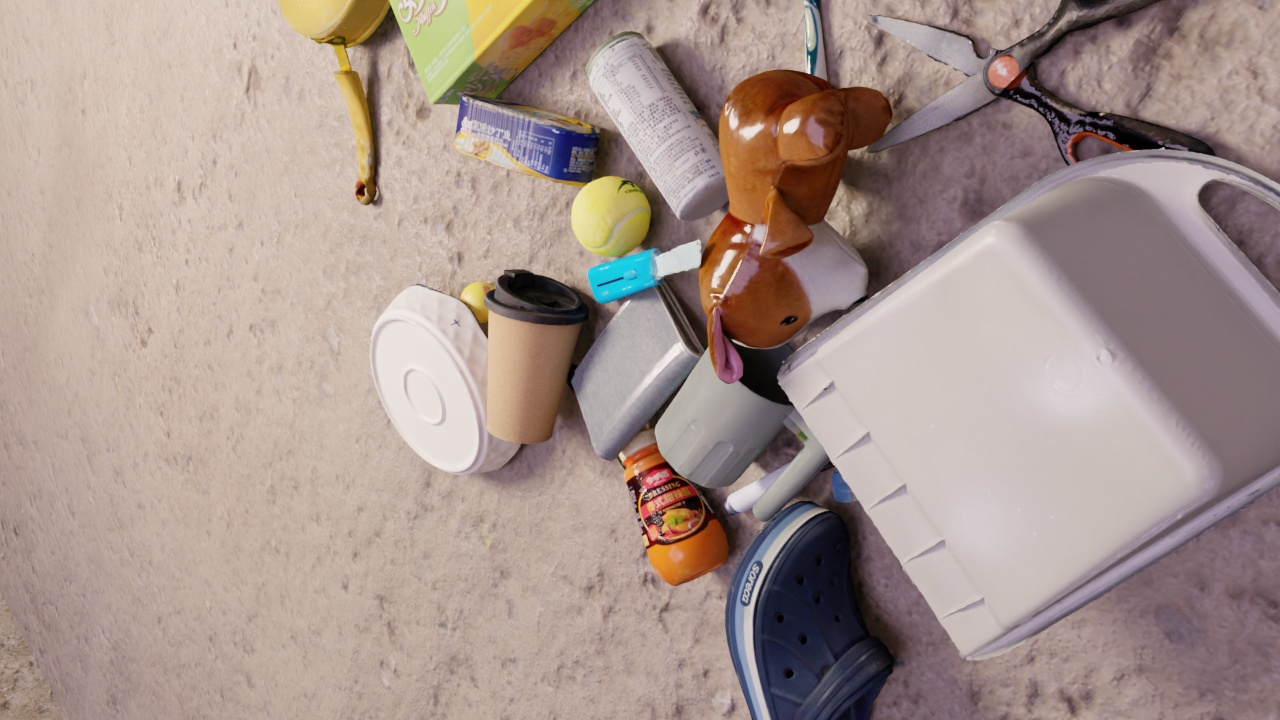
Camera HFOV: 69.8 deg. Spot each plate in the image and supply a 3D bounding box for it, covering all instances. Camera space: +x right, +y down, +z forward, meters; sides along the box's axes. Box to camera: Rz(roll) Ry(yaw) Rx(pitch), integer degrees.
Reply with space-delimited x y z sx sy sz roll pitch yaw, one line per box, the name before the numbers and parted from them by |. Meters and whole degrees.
plate | -0.204 0.028 0.926 0.205 0.045 0.205 24 129 33

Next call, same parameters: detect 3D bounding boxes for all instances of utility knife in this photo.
utility knife | 0.001 -0.070 0.707 0.223 0.018 0.034 175 82 -69

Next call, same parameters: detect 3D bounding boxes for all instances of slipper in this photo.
slipper | 0.133 0.233 0.675 0.095 0.104 0.253 5 106 47

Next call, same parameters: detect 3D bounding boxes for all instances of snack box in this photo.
snack box | -0.128 -0.339 0.782 0.211 0.069 0.157 -28 82 41

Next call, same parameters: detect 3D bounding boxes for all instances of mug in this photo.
mug | 0.081 0.050 0.692 0.124 0.083 0.104 48 128 19

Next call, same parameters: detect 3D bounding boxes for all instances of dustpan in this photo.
dustpan | 0.245 0.013 0.528 0.222 0.142 0.259 58 146 18

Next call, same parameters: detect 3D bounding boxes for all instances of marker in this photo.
marker | 0.114 0.092 0.715 0.131 0.018 0.022 -38 57 39

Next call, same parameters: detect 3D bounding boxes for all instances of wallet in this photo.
wallet | -0.005 0.005 0.770 0.130 0.037 0.106 -51 42 29

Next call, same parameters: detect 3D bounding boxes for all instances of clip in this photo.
clip | 0.169 0.093 0.671 0.058 0.036 0.025 1 99 44

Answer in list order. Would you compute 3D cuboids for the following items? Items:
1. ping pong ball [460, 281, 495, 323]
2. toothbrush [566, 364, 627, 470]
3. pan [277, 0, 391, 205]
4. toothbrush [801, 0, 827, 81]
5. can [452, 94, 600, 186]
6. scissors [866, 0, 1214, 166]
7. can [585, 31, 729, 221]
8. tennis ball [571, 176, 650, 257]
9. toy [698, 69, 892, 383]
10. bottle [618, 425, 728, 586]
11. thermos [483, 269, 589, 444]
ping pong ball | -0.155 -0.057 0.894 0.040 0.040 0.040 11 108 38
toothbrush | -0.017 0.080 0.829 0.017 0.012 0.185 -43 72 27
pan | -0.304 -0.343 0.949 0.198 0.078 0.357 15 104 40
toothbrush | 0.115 -0.246 0.632 0.016 0.018 0.191 1 101 40
can | -0.100 -0.191 0.792 0.148 0.074 0.049 25 112 33
scissors | 0.239 -0.170 0.543 0.232 0.021 0.222 54 128 16
can | 0.017 -0.180 0.705 0.058 0.058 0.146 -43 72 38
tennis ball | -0.024 -0.117 0.750 0.066 0.065 0.065 11 108 38
toy | 0.099 -0.086 0.609 0.130 0.139 0.200 31 122 22
bottle | 0.019 0.113 0.778 0.067 0.066 0.149 -40 67 39
thermos | -0.099 -0.003 0.821 0.093 0.092 0.143 23 112 34
